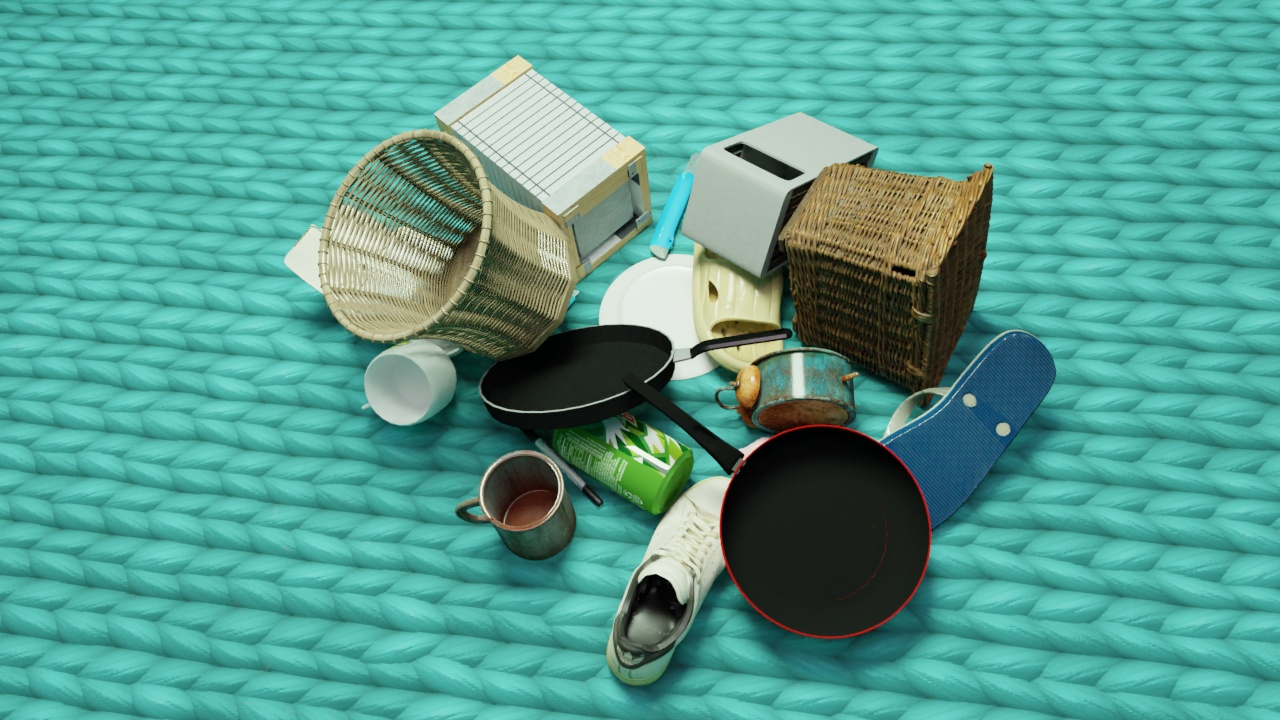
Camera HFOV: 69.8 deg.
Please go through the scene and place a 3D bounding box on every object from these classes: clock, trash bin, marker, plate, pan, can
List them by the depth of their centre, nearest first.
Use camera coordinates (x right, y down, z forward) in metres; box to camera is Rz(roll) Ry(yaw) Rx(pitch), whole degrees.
[{"bbox_3d":[0.125,0.127,0.936,0.356,0.067,0.208,37,81,9],"label":"pan"},{"bbox_3d":[-0.020,0.103,1.026,0.144,0.083,0.082,28,67,20],"label":"can"},{"bbox_3d":[0.162,0.033,1.030,0.158,0.121,0.073,-3,64,11],"label":"clock"},{"bbox_3d":[-0.006,0.006,1.034,0.357,0.034,0.225,-8,24,8],"label":"pan"},{"bbox_3d":[-0.097,0.117,1.069,0.011,0.011,0.152,-41,65,-17],"label":"marker"},{"bbox_3d":[0.172,-0.206,1.114,0.114,0.115,0.228,33,41,25],"label":"trash bin"},{"bbox_3d":[0.041,-0.062,1.154,0.188,0.016,0.188,-3,60,4],"label":"plate"},{"bbox_3d":[-0.124,-0.251,1.207,0.142,0.143,0.247,-41,64,-17],"label":"trash bin"}]

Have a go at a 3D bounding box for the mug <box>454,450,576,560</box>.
[{"bbox_3d":[-0.135,0.162,0.992,0.123,0.110,0.096,-7,55,2],"label":"mug"}]

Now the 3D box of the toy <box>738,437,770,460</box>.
[{"bbox_3d":[0.160,0.115,1.020,0.093,0.050,0.102,-42,61,-7],"label":"toy"}]

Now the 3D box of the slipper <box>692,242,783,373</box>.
[{"bbox_3d":[0.120,-0.106,1.123,0.111,0.079,0.261,4,56,-12],"label":"slipper"}]

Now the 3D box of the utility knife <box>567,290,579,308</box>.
[{"bbox_3d":[-0.117,-0.052,1.166,0.022,0.015,0.117,38,68,16],"label":"utility knife"}]

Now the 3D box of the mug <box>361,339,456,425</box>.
[{"bbox_3d":[-0.279,0.030,1.089,0.116,0.068,0.094,-26,96,20],"label":"mug"}]

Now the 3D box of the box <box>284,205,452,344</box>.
[{"bbox_3d":[-0.335,-0.116,1.148,0.186,0.066,0.145,30,67,-1],"label":"box"}]

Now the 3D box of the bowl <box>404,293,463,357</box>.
[{"bbox_3d":[-0.251,-0.040,1.157,0.110,0.041,0.109,-3,61,5],"label":"bowl"}]

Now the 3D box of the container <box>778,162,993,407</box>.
[{"bbox_3d":[0.271,-0.099,1.031,0.183,0.250,0.162,22,64,26],"label":"container"}]

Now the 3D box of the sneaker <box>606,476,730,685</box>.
[{"bbox_3d":[0.036,0.212,0.947,0.089,0.102,0.241,23,64,17],"label":"sneaker"}]

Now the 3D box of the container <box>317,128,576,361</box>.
[{"bbox_3d":[-0.202,-0.109,1.016,0.227,0.196,0.226,-6,76,27],"label":"container"}]

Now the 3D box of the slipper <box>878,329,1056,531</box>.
[{"bbox_3d":[0.331,0.088,1.001,0.118,0.060,0.295,45,89,0],"label":"slipper"}]

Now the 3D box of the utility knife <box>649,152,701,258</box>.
[{"bbox_3d":[0.052,-0.214,1.242,0.031,0.015,0.195,17,63,11],"label":"utility knife"}]
